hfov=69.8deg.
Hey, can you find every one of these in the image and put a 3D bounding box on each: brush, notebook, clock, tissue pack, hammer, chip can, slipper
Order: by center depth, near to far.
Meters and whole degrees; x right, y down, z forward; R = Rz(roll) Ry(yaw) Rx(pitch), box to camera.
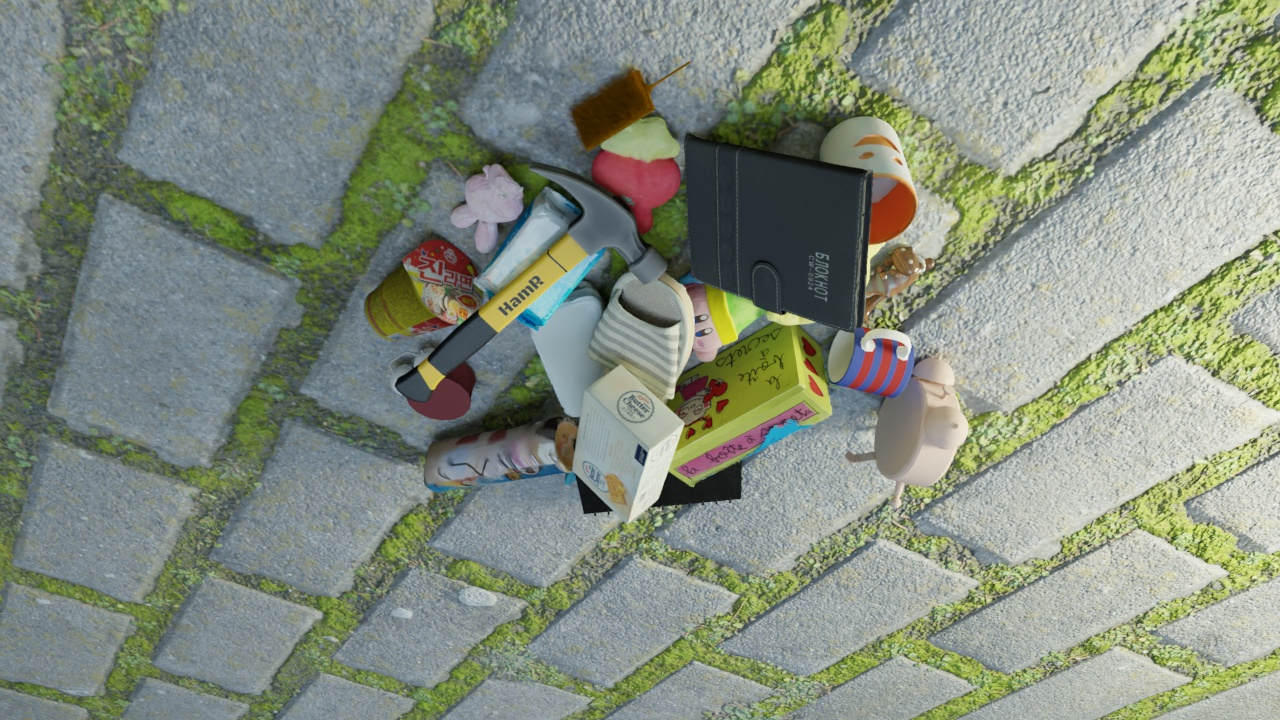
[{"bbox_3d":[-0.012,-0.251,0.877,0.127,0.048,0.017,-26,170,26],"label":"brush"},{"bbox_3d":[0.129,-0.124,0.903,0.209,0.029,0.170,25,131,40],"label":"notebook"},{"bbox_3d":[-0.141,-0.064,0.962,0.325,0.034,0.170,-39,111,17],"label":"hammer"},{"bbox_3d":[-0.108,-0.109,0.992,0.093,0.061,0.145,35,108,-19],"label":"tissue pack"},{"bbox_3d":[-0.006,0.006,1.067,0.114,0.053,0.273,24,138,12],"label":"slipper"},{"bbox_3d":[0.331,0.084,1.133,0.086,0.130,0.161,18,134,-14],"label":"clock"},{"bbox_3d":[-0.263,0.029,1.175,0.087,0.044,0.124,-30,127,29],"label":"clock"},{"bbox_3d":[-0.190,0.128,1.228,0.230,0.079,0.080,-12,134,27],"label":"chip can"},{"bbox_3d":[0.026,0.159,1.288,0.231,0.019,0.169,-6,138,1],"label":"notebook"}]

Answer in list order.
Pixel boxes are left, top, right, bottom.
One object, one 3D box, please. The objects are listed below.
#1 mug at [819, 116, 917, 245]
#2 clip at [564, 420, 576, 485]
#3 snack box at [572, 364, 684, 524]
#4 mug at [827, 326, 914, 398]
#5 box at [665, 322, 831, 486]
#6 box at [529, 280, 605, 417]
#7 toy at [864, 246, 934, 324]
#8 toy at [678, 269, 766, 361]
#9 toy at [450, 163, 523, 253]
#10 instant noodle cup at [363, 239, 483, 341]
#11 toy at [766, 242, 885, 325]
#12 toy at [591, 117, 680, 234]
[{"bbox_3d":[0.219,-0.176,0.894,0.082,0.105,0.082,2,136,2],"label":"mug"},{"bbox_3d":[-0.079,0.123,1.275,0.120,0.033,0.118,-20,134,20],"label":"clip"},{"bbox_3d":[-0.020,0.103,1.081,0.104,0.057,0.208,42,151,18],"label":"snack box"},{"bbox_3d":[0.278,-0.007,1.075,0.076,0.074,0.112,13,155,-10],"label":"mug"},{"bbox_3d":[0.119,0.051,1.122,0.222,0.124,0.079,-32,128,32],"label":"box"},{"bbox_3d":[-0.075,-0.006,1.127,0.118,0.063,0.214,-8,134,7],"label":"box"},{"bbox_3d":[0.278,-0.089,1.027,0.102,0.041,0.054,-36,146,24],"label":"toy"},{"bbox_3d":[0.089,-0.065,1.051,0.132,0.096,0.124,-9,105,28],"label":"toy"},{"bbox_3d":[-0.160,-0.164,0.971,0.063,0.047,0.110,42,132,-6],"label":"toy"},{"bbox_3d":[-0.253,-0.070,1.047,0.113,0.100,0.100,-24,130,35],"label":"instant noodle cup"},{"bbox_3d":[0.187,-0.108,0.991,0.155,0.064,0.170,-27,130,16],"label":"toy"},{"bbox_3d":[-0.005,-0.187,0.938,0.091,0.045,0.135,7,130,-1],"label":"toy"}]
